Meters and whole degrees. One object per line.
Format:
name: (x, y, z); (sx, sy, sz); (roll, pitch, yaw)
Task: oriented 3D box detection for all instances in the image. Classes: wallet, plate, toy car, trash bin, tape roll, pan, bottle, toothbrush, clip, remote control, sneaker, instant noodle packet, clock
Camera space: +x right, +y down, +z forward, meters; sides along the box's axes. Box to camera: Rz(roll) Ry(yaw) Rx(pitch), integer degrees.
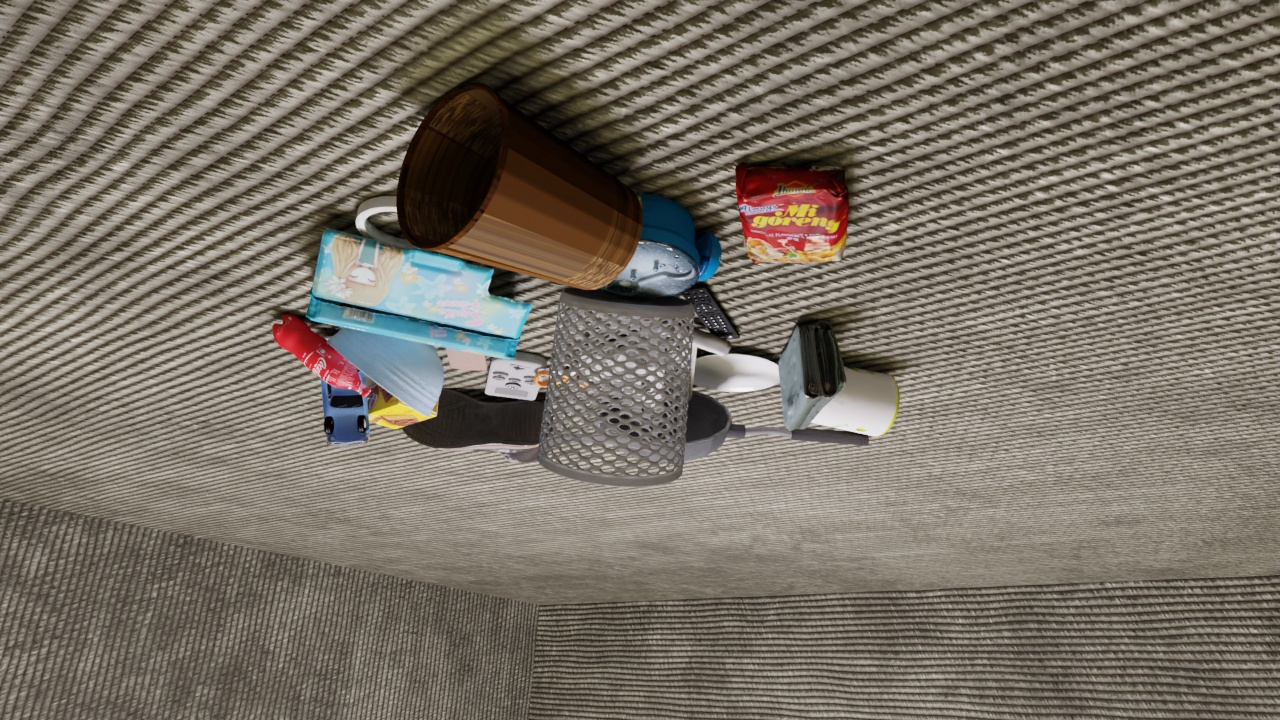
wallet: (0.199, 0.020, 1.095); (0.054, 0.100, 0.132); (3, 160, -7)
plate: (0.121, 0.013, 1.207); (0.134, 0.011, 0.135); (3, 158, 1)
toy car: (-0.390, 0.039, 1.209); (0.056, 0.153, 0.054); (-2, -164, -6)
trash bin: (-0.023, 0.022, 0.970); (0.156, 0.183, 0.156); (6, -170, -1)
tape roll: (-0.233, -0.132, 0.905); (0.093, 0.013, 0.093); (3, 158, 1)
pan: (0.120, 0.094, 1.214); (0.357, 0.041, 0.178); (4, -158, 3)
bottle: (-0.397, -0.003, 1.148); (0.141, 0.041, 0.042); (39, 153, -2)
toothbrush: (0.020, -0.041, 1.071); (0.185, 0.022, 0.024); (17, 145, -17)
clip: (-0.008, 0.023, 1.138); (0.152, 0.104, 0.127); (2, 139, -1)
remote control: (-0.174, 0.023, 1.273); (0.074, 0.019, 0.151); (8, 158, -11)
sneaker: (-0.242, 0.103, 1.398); (0.235, 0.095, 0.120); (-1, 162, 2)
remote control: (0.081, -0.053, 1.052); (0.030, 0.009, 0.140); (-5, 156, 21)
instant noodle packet: (0.136, -0.128, 0.821); (0.099, 0.039, 0.135); (6, 160, 14)
clock: (0.010, -0.102, 0.881); (0.117, 0.060, 0.161); (-14, 154, 35)

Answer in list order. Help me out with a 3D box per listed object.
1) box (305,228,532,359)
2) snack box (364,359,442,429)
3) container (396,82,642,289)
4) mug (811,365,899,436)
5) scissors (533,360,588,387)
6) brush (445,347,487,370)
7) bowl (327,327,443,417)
box: (-0.238, -0.058, 0.992); (0.227, 0.084, 0.172); (12, 164, -18)
snack box: (-0.328, 0.039, 1.254); (0.106, 0.083, 0.061); (-17, 152, 40)
container: (-0.091, -0.129, 0.753); (0.132, 0.132, 0.167); (-15, 157, 39)
mug: (0.265, 0.049, 1.177); (0.106, 0.082, 0.083); (11, 157, -16)
scissors: (-0.094, 0.024, 1.263); (0.065, 0.013, 0.128); (-31, 156, 21)
brush: (-0.226, -0.024, 1.177); (0.050, 0.015, 0.136); (3, 152, -2)
bowl: (-0.296, -0.005, 1.119); (0.150, 0.074, 0.150); (36, 173, 5)
